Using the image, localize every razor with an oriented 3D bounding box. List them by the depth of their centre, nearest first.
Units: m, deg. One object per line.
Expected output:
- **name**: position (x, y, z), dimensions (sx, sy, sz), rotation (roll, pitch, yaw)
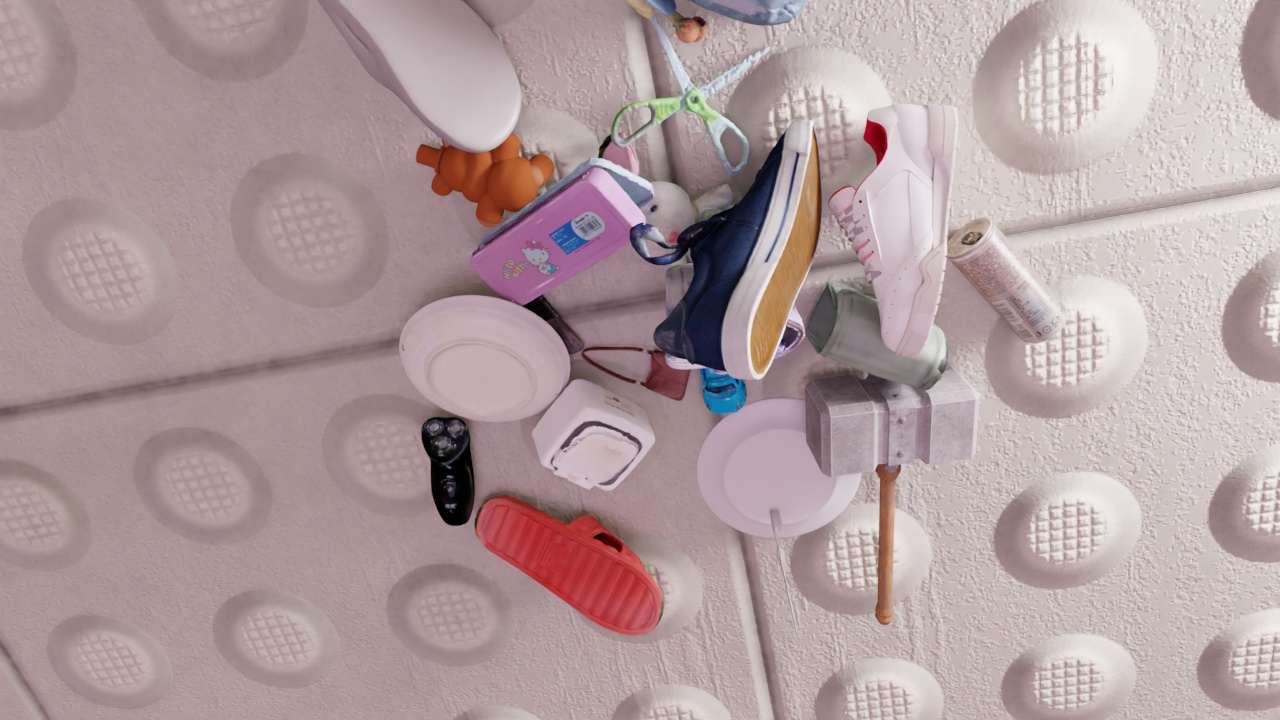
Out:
- **razor**: position (-0.217, 0.130, 1.043), dimensions (0.053, 0.063, 0.141), rotation (0, 114, 3)

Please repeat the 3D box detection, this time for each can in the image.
- **can**: position (0.369, -0.078, 0.921), dimensions (0.135, 0.054, 0.054), rotation (43, 110, -16)

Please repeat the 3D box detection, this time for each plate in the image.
- **plate**: position (-0.166, 0.010, 0.968), dimensions (0.182, 0.034, 0.183), rotation (3, 135, 2)
- **plate**: position (0.159, 0.131, 1.052), dimensions (0.188, 0.016, 0.189), rotation (1, 116, 2)

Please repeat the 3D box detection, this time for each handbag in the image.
- **handbag**: position (0.049, -0.334, 0.782), dimensions (0.192, 0.121, 0.119), rotation (19, 114, -12)
- **handbag**: position (0.087, -0.043, 0.895), dimensions (0.126, 0.158, 0.069), rotation (-1, 112, 3)
- **handbag**: position (0.238, -0.026, 0.925), dimensions (0.122, 0.106, 0.067), rotation (20, 112, -7)
- **handbag**: position (-0.006, 0.006, 0.998), dimensions (0.119, 0.029, 0.055), rotation (13, 113, 2)

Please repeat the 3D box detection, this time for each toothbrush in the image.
- **toothbrush**: position (0.157, 0.221, 0.984), dimensions (0.010, 0.181, 0.010), rotation (-2, 120, 0)

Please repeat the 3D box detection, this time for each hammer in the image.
- **hammer**: position (0.273, 0.167, 1.017), dimensions (0.162, 0.082, 0.318), rotation (-7, 115, -2)

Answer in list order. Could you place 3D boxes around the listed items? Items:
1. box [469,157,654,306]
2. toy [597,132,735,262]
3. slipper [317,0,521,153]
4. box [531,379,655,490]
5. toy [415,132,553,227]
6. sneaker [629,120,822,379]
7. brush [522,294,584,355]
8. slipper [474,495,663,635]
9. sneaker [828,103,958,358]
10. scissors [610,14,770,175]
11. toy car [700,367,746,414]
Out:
- **box**: position (-0.080, -0.120, 0.863), dimensions (0.078, 0.065, 0.215), rotation (35, 145, -26)
- **toy**: position (0.042, -0.124, 0.889), dimensions (0.205, 0.105, 0.131), rotation (16, 118, -4)
- **slipper**: position (-0.222, -0.301, 0.834), dimensions (0.266, 0.081, 0.112), rotation (46, 65, -22)
- **box**: position (-0.049, 0.095, 0.990), dimensions (0.107, 0.091, 0.103), rotation (28, 113, -30)
- **toy**: position (-0.154, -0.183, 0.900), dimensions (0.128, 0.065, 0.095), rotation (19, 109, 4)
- **sneaker**: position (0.083, -0.112, 0.818), dimensions (0.127, 0.293, 0.121), rotation (8, 142, 26)
- **brush**: position (-0.120, -0.060, 0.976), dimensions (0.039, 0.012, 0.151), rotation (-33, 110, 17)
- **slipper**: position (-0.078, 0.232, 1.090), dimensions (0.249, 0.059, 0.104), rotation (31, 113, 5)
- **sneaker**: position (0.227, -0.123, 0.856), dimensions (0.104, 0.090, 0.236), rotation (6, 89, 8)
- **scissors**: position (0.050, -0.246, 0.863), dimensions (0.171, 0.021, 0.172), rotation (-30, 111, 3)
- **toy car**: position (0.087, 0.014, 0.992), dimensions (0.048, 0.032, 0.105), rotation (-9, 116, 6)
